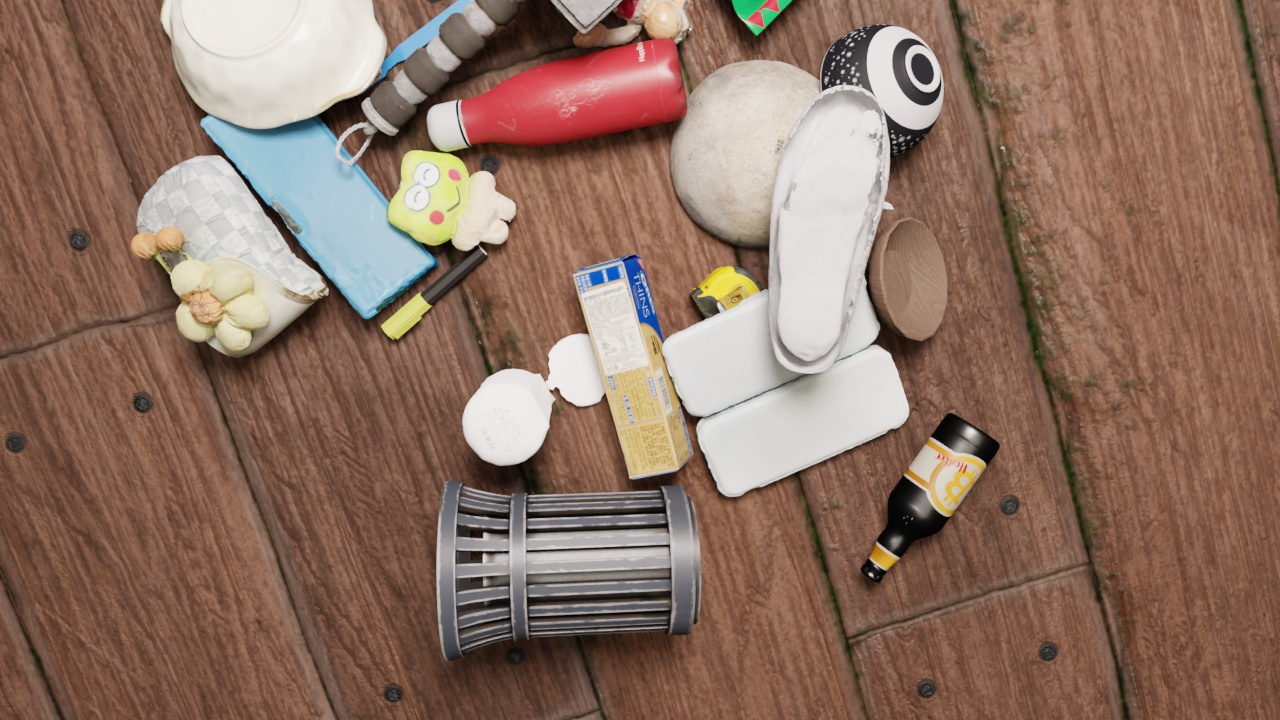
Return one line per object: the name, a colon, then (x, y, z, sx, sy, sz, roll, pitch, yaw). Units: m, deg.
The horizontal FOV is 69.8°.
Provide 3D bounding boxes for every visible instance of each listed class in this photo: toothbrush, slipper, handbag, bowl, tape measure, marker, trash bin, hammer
toothbrush: (-0.205, -0.304, 0.860, 0.166, 0.014, 0.016, -36, 97, 3)
slipper: (0.164, -0.113, 0.806, 0.112, 0.074, 0.247, 5, 104, -7)
handbag: (-0.386, -0.093, 0.829, 0.113, 0.123, 0.171, -33, 96, 22)
bowl: (-0.336, -0.305, 0.808, 0.219, 0.060, 0.188, 21, 82, 8)
bowl: (0.118, -0.192, 0.852, 0.178, 0.081, 0.178, 0, 99, -1)
tape measure: (0.089, -0.058, 0.889, 0.064, 0.037, 0.065, -34, 97, 3)
marker: (-0.198, -0.066, 0.889, 0.124, 0.017, 0.021, -40, 52, 2)
trash bin: (-0.065, 0.191, 0.861, 0.227, 0.164, 0.164, -1, 98, -5)
hammer: (-0.150, -0.291, 0.804, 0.327, 0.176, 0.079, -38, 134, 17)
bowl: (0.229, -0.249, 0.825, 0.120, 0.066, 0.120, 6, 79, -30)
bowl: (0.250, -0.076, 0.874, 0.117, 0.030, 0.118, 4, 84, -42)

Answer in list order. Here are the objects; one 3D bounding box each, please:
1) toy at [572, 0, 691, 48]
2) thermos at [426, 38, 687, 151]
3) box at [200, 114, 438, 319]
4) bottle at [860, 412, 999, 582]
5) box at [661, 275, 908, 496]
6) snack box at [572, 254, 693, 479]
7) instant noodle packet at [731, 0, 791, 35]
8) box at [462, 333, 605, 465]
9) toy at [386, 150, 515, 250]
toy: (-0.001, -0.315, 0.843, 0.106, 0.074, 0.085, 15, 130, -24)
thermos: (-0.079, -0.236, 0.843, 0.240, 0.073, 0.073, -10, 98, 6)
box: (-0.300, -0.153, 0.871, 0.093, 0.052, 0.231, -41, 97, -13)
bottle: (0.279, 0.141, 0.910, 0.059, 0.059, 0.182, 33, 96, -5)
box: (0.143, 0.021, 0.888, 0.209, 0.037, 0.189, -22, 114, 0)
snack box: (-0.005, 0.005, 0.879, 0.056, 0.057, 0.207, -12, 97, 22)
instant noodle packet: (0.086, -0.451, 0.809, 0.195, 0.090, 0.252, -45, 100, 1)
box: (-0.092, 0.034, 0.864, 0.150, 0.106, 0.080, -31, 100, 1)
toy: (-0.176, -0.148, 0.864, 0.115, 0.046, 0.092, 18, 76, -13)
